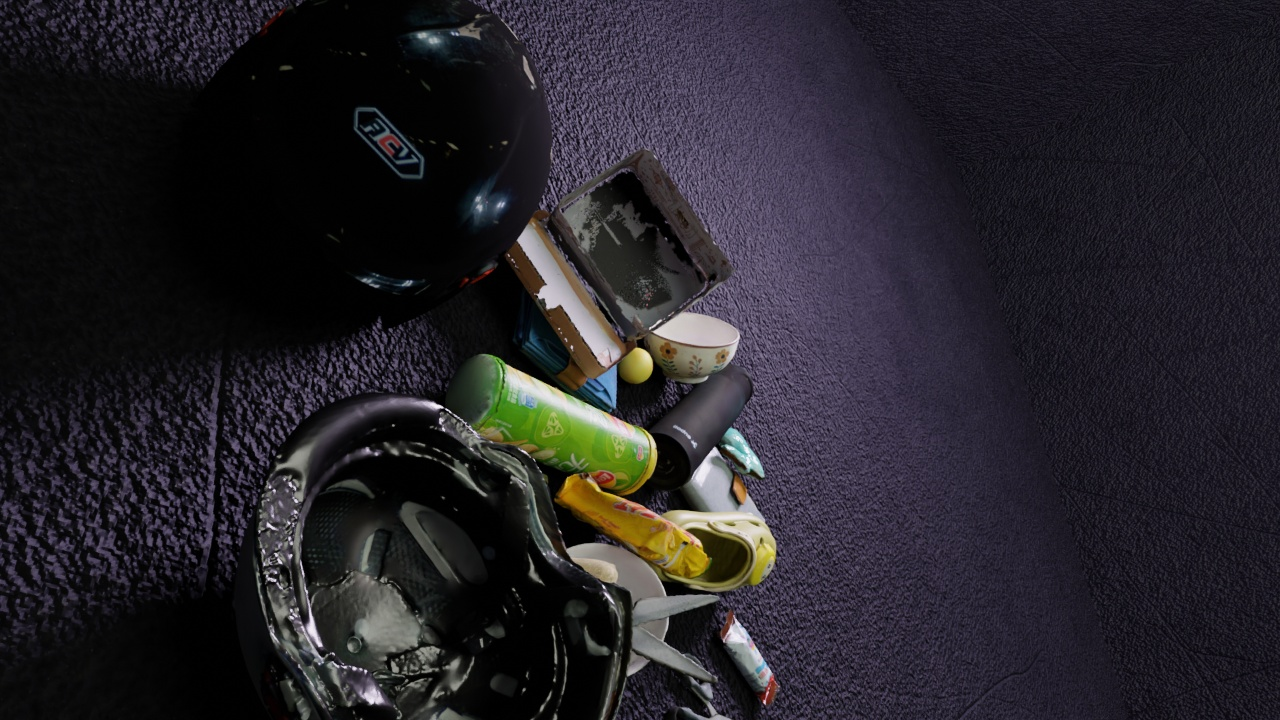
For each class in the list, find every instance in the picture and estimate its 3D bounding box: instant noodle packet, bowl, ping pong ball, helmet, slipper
[{"bbox_3d":[-0.006,0.151,0.833,0.044,0.128,0.110,-60,146,-8],"label":"instant noodle packet"},{"bbox_3d":[0.057,-0.011,1.091,0.113,0.113,0.062,-37,140,-59],"label":"bowl"},{"bbox_3d":[-0.006,0.006,1.024,0.040,0.040,0.040,36,41,-39],"label":"ping pong ball"},{"bbox_3d":[-0.146,0.168,0.582,0.274,0.157,0.229,48,36,-8],"label":"helmet"},{"bbox_3d":[-0.181,-0.166,0.693,0.233,0.230,0.274,51,10,-20],"label":"helmet"},{"bbox_3d":[0.082,0.208,0.955,0.190,0.082,0.092,17,99,-43],"label":"slipper"},{"bbox_3d":[-0.040,0.222,0.778,0.118,0.065,0.118,6,54,-8],"label":"bowl"}]

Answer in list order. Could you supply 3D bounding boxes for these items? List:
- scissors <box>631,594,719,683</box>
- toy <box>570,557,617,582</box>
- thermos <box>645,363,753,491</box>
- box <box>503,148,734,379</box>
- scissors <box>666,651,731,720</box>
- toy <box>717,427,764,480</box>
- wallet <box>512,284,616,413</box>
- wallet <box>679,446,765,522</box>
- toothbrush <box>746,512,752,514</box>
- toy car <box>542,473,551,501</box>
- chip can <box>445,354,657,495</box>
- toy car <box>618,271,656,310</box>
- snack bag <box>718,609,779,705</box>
[{"bbox_3d":[-0.052,0.208,0.730,0.221,0.022,0.224,42,52,18],"label":"scissors"},{"bbox_3d":[-0.093,0.158,0.699,0.157,0.066,0.105,17,61,2],"label":"toy"},{"bbox_3d":[0.059,0.064,1.072,0.090,0.069,0.241,33,28,9],"label":"thermos"},{"bbox_3d":[-0.036,-0.100,0.971,0.179,0.131,0.271,55,46,-4],"label":"box"},{"bbox_3d":[0.076,0.365,0.923,0.165,0.014,0.163,-10,80,-60],"label":"scissors"},{"bbox_3d":[0.117,0.110,1.121,0.096,0.030,0.092,32,15,-45],"label":"toy"},{"bbox_3d":[-0.073,-0.016,0.944,0.133,0.040,0.106,41,34,-34],"label":"wallet"},{"bbox_3d":[0.100,0.168,1.075,0.130,0.037,0.106,58,32,-12],"label":"wallet"},{"bbox_3d":[0.061,0.184,0.991,0.180,0.018,0.015,-4,82,-44],"label":"toothbrush"},{"bbox_3d":[-0.109,0.114,0.795,0.090,0.035,0.042,35,43,-49],"label":"toy car"},{"bbox_3d":[-0.079,0.063,0.842,0.221,0.073,0.072,29,46,-44],"label":"chip can"},{"bbox_3d":[0.008,-0.094,1.109,0.120,0.053,0.045,-53,135,-49],"label":"toy car"},{"bbox_3d":[0.117,0.325,0.997,0.105,0.026,0.045,57,35,-9],"label":"snack bag"}]
